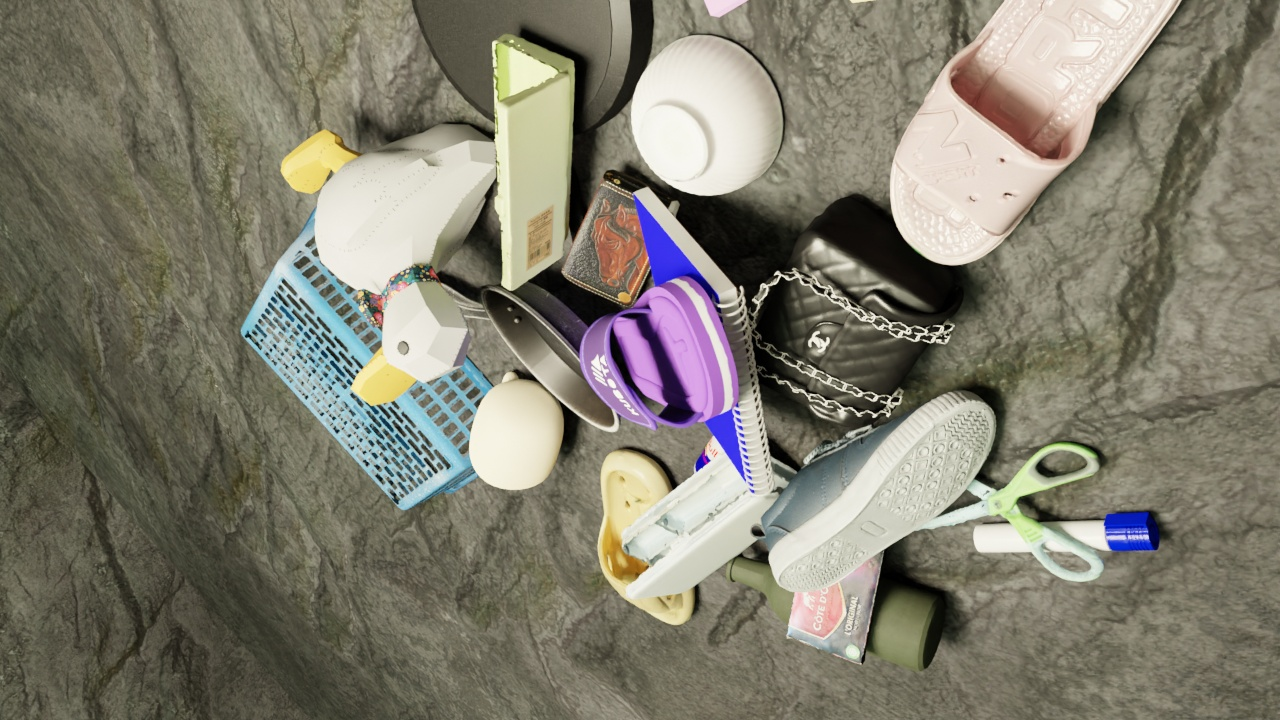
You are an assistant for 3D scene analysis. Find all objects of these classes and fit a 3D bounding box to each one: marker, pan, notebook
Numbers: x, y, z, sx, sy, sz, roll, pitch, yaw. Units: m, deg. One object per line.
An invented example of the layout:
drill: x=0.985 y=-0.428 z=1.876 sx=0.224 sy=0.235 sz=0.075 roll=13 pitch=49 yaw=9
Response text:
marker: x=0.327 y=0.136 z=0.716 sx=0.133 sy=0.023 sz=0.027 roll=-13 pitch=114 yaw=45
pan: x=-0.083 y=-0.225 z=0.749 sx=0.226 sy=0.034 sz=0.357 roll=12 pitch=129 yaw=32
notebook: x=0.052 y=-0.011 z=0.733 sx=0.171 sy=0.022 sz=0.209 roll=-123 pitch=13 yaw=-48
pan: x=-0.143 y=-0.040 z=0.929 sx=0.357 sy=0.055 sz=0.187 roll=33 pitch=159 yaw=36

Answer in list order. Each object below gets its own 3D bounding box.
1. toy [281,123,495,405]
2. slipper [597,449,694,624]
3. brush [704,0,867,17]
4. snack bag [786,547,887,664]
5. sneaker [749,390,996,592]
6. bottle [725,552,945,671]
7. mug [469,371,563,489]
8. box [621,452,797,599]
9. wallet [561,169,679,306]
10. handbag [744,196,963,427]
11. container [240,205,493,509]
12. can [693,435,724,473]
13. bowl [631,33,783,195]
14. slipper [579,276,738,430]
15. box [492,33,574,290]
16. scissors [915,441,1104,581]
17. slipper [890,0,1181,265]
toy: x=-0.217 y=-0.109 z=0.845 sx=0.247 sy=0.140 sz=0.267 roll=-48 pitch=61 yaw=10
slipper: x=-0.008 y=0.213 z=1.020 sx=0.111 sy=0.079 sz=0.262 roll=19 pitch=133 yaw=32
brush: x=0.121 y=-0.253 z=0.547 sx=0.229 sy=0.043 sz=0.089 roll=-7 pitch=118 yaw=43
snack bag: x=0.181 y=0.189 z=0.827 sx=0.075 sy=0.018 sz=0.155 roll=13 pitch=97 yaw=32
sneaker: x=0.182 y=0.096 z=0.748 sx=0.089 sy=0.087 sz=0.236 roll=26 pitch=120 yaw=-33
bottle: x=0.180 y=0.228 z=0.880 sx=0.207 sy=0.071 sz=0.071 roll=12 pitch=130 yaw=32
mug: x=-0.134 y=0.064 z=0.993 sx=0.100 sy=0.096 sz=0.120 roll=112 pitch=148 yaw=-45
box: x=0.068 y=0.152 z=0.897 sx=0.216 sy=0.122 sz=0.083 roll=-44 pitch=59 yaw=32
wallet: x=-0.019 y=-0.104 z=0.794 sx=0.072 sy=0.019 sz=0.123 roll=24 pitch=139 yaw=-5
handbag: x=0.147 y=-0.017 z=0.669 sx=0.125 sy=0.114 sz=0.154 roll=33 pitch=135 yaw=12
container: x=-0.329 y=0.021 z=1.115 sx=0.362 sy=0.089 sz=0.258 roll=49 pitch=139 yaw=-5
can: x=0.079 y=0.085 z=0.872 sx=0.032 sy=0.032 sz=0.095 roll=36 pitch=139 yaw=10
bowl: x=0.038 y=-0.170 z=0.671 sx=0.118 sy=0.062 sz=0.118 roll=22 pitch=135 yaw=24
slipper: x=-0.004 y=0.004 z=0.731 sx=0.267 sy=0.084 sz=0.107 roll=-174 pitch=61 yaw=-79
box: x=-0.100 y=-0.161 z=0.742 sx=0.083 sy=0.091 sz=0.188 roll=41 pitch=146 yaw=24
scissors: x=0.285 y=0.118 z=0.721 sx=0.172 sy=0.024 sz=0.160 roll=-36 pitch=85 yaw=46
slipper: x=0.217 y=-0.147 z=0.541 sx=0.094 sy=0.064 sz=0.240 roll=36 pitch=138 yaw=10
